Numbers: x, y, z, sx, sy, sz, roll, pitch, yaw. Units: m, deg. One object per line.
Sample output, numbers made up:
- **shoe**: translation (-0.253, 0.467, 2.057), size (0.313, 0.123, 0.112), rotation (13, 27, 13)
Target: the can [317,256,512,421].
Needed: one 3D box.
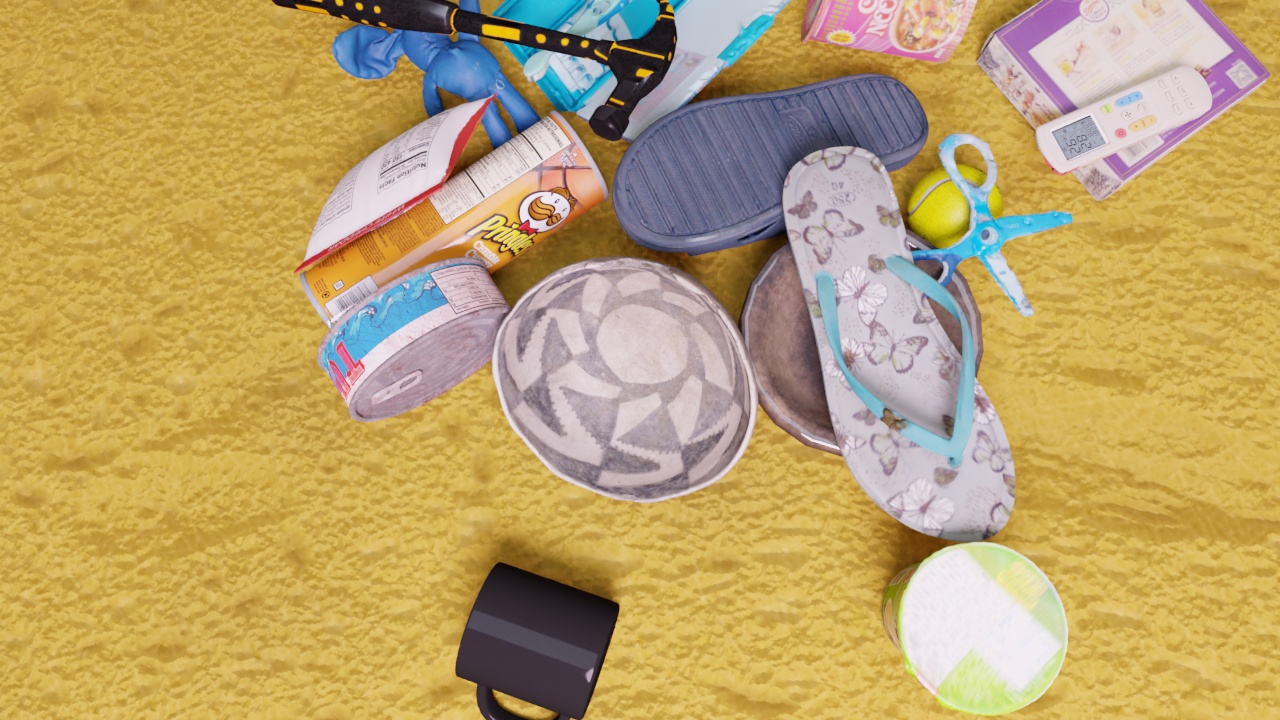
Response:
- **can**: translation (-0.149, -0.013, 0.623), size (0.130, 0.130, 0.044), rotation (-34, 80, -4)

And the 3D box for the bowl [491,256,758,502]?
- **bowl**: translation (-0.004, 0.004, 0.626), size (0.178, 0.081, 0.179), rotation (7, 117, 14)

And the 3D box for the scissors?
- **scissors**: translation (0.217, -0.084, 0.611), size (0.139, 0.011, 0.134), rotation (-25, 81, -3)

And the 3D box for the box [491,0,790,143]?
- **box**: translation (0.021, -0.274, 0.695), size (0.169, 0.086, 0.227), rotation (44, 84, 7)

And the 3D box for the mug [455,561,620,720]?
- **mug**: translation (-0.071, 0.201, 0.613), size (0.088, 0.078, 0.114), rotation (18, 107, 5)

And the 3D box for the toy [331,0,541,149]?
- **toy**: translation (-0.152, -0.222, 0.698), size (0.176, 0.071, 0.112), rotation (43, 72, 9)

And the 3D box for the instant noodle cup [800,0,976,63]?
- **instant noodle cup**: translation (0.187, -0.271, 0.683), size (0.108, 0.098, 0.097), rotation (16, 80, -2)

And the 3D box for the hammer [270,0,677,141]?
- **hammer**: translation (-0.127, -0.240, 0.639), size (0.321, 0.036, 0.123), rotation (19, 71, 18)

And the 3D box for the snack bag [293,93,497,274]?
- **snack bag**: translation (-0.168, -0.128, 0.633), size (0.131, 0.143, 0.039), rotation (-23, 122, 25)

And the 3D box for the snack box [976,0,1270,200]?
- **snack box**: translation (0.359, -0.220, 0.688), size (0.143, 0.040, 0.148), rotation (-35, 80, -4)

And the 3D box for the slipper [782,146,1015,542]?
- **slipper**: translation (0.153, -0.011, 0.574), size (0.098, 0.054, 0.268), rotation (-21, 82, 5)

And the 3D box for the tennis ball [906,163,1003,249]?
- **tennis ball**: translation (0.226, -0.108, 0.660), size (0.065, 0.065, 0.065), rotation (0, 79, 2)

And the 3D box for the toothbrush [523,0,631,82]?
- **toothbrush**: translation (-0.033, -0.244, 0.647), size (0.022, 0.017, 0.135), rotation (43, 81, 8)

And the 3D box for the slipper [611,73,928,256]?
- **slipper**: translation (0.090, -0.139, 0.671), size (0.263, 0.083, 0.101), rotation (-23, 79, -22)

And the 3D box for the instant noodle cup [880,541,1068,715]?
- **instant noodle cup**: translation (0.201, 0.165, 0.587), size (0.099, 0.108, 0.099), rotation (0, 79, 2)

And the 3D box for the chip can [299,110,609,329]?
- **chip can**: translation (-0.132, -0.091, 0.665), size (0.215, 0.075, 0.075), rotation (-34, 80, -4)

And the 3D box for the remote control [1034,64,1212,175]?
- **remote control**: translation (0.341, -0.170, 0.649), size (0.125, 0.018, 0.038), rotation (-23, 79, -1)

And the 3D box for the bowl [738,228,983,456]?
- **bowl**: translation (0.148, -0.011, 0.641), size (0.162, 0.070, 0.162), rotation (0, 79, 2)
